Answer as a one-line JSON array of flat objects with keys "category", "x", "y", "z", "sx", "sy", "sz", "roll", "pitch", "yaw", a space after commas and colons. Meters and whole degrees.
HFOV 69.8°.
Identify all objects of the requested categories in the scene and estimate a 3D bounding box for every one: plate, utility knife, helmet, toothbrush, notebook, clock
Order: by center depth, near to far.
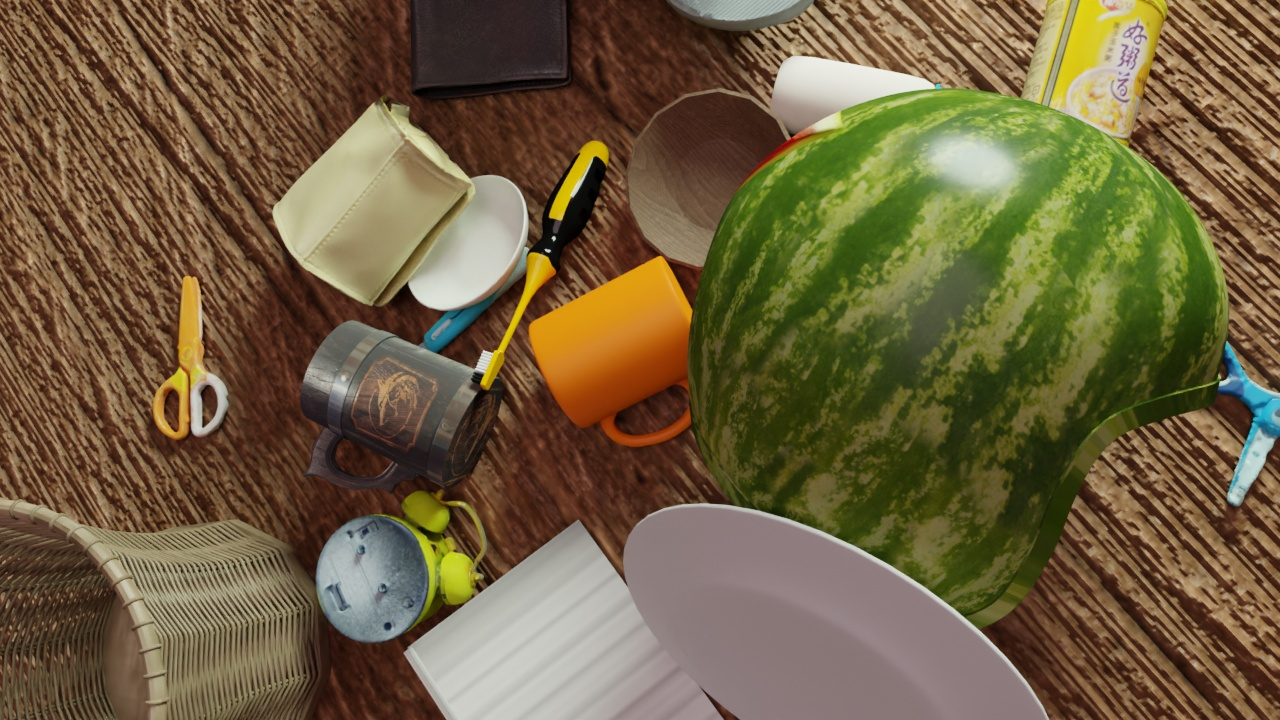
[{"category": "helmet", "x": 0.149, "y": -0.017, "z": 0.476, "sx": 0.243, "sy": 0.212, "sz": 0.247, "roll": 41, "pitch": 107, "yaw": 1}, {"category": "plate", "x": 0.090, "y": 0.168, "z": 0.484, "sx": 0.242, "sy": 0.243, "sz": 0.016, "roll": 30, "pitch": 54, "yaw": 14}, {"category": "notebook", "x": -0.036, "y": 0.230, "z": 0.589, "sx": 0.142, "sy": 0.009, "sz": 0.209, "roll": -36, "pitch": 77, "yaw": -8}, {"category": "toothbrush", "x": -0.064, "y": -0.067, "z": 0.611, "sx": 0.031, "sy": 0.031, "sz": 0.196, "roll": 16, "pitch": 68, "yaw": 17}, {"category": "clock", "x": -0.159, "y": 0.138, "z": 0.618, "sx": 0.119, "sy": 0.057, "sz": 0.083, "roll": -30, "pitch": 77, "yaw": 8}, {"category": "plate", "x": -0.116, "y": -0.078, "z": 0.641, "sx": 0.104, "sy": 0.026, "sz": 0.104, "roll": -13, "pitch": 63, "yaw": 26}, {"category": "utility knife", "x": -0.141, "y": -0.017, "z": 0.656, "sx": 0.181, "sy": 0.015, "sz": 0.022, "roll": -44, "pitch": 71, "yaw": 7}]

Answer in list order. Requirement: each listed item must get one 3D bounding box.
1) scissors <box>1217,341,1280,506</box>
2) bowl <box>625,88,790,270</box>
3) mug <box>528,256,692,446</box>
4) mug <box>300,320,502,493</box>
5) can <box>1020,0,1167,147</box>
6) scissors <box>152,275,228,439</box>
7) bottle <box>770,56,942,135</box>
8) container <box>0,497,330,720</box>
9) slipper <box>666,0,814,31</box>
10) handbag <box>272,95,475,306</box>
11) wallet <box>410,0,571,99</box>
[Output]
[{"category": "scissors", "x": 0.368, "y": 0.020, "z": 0.540, "sx": 0.138, "sy": 0.011, "sz": 0.134, "roll": 28, "pitch": 92, "yaw": 14}, {"category": "bowl", "x": 0.049, "y": -0.118, "z": 0.610, "sx": 0.118, "sy": 0.030, "sz": 0.118, "roll": 1, "pitch": 93, "yaw": 20}, {"category": "mug", "x": -0.004, "y": 0.003, "z": 0.597, "sx": 0.096, "sy": 0.077, "sz": 0.112, "roll": -27, "pitch": 105, "yaw": 8}, {"category": "mug", "x": -0.166, "y": 0.044, "z": 0.616, "sx": 0.107, "sy": 0.080, "sz": 0.116, "roll": 23, "pitch": 95, "yaw": 8}, {"category": "can", "x": 0.269, "y": -0.168, "z": 0.554, "sx": 0.068, "sy": 0.067, "sz": 0.105, "roll": 16, "pitch": 87, "yaw": 14}, {"category": "scissors", "x": -0.341, "y": -0.004, "z": 0.698, "sx": 0.064, "sy": 0.013, "sz": 0.128, "roll": -2, "pitch": 84, "yaw": 12}, {"category": "bottle", "x": 0.158, "y": -0.158, "z": 0.586, "sx": 0.146, "sy": 0.051, "sz": 0.051, "roll": 16, "pitch": 87, "yaw": 14}, {"category": "container", "x": -0.332, "y": 0.200, "z": 0.577, "sx": 0.227, "sy": 0.196, "sz": 0.226, "roll": -2, "pitch": 83, "yaw": 12}, {"category": "slipper", "x": 0.032, "y": -0.312, "z": 0.640, "sx": 0.098, "sy": 0.054, "sz": 0.268, "roll": -35, "pitch": 66, "yaw": 9}, {"category": "handbag", "x": -0.186, "y": -0.117, "z": 0.639, "sx": 0.119, "sy": 0.081, "sz": 0.111, "roll": -47, "pitch": 45, "yaw": 7}, {"category": "wallet", "x": -0.110, "y": -0.244, "z": 0.669, "sx": 0.120, "sy": 0.031, "sz": 0.099, "roll": -3, "pitch": 85, "yaw": 10}]
